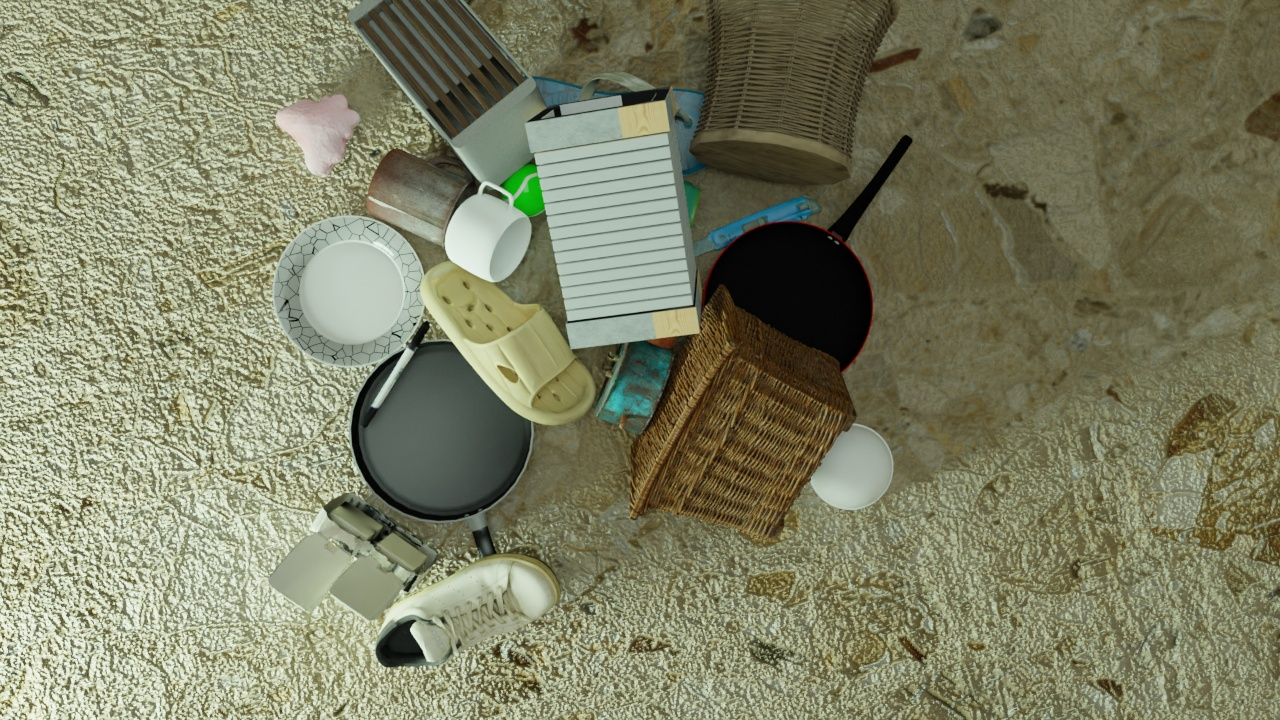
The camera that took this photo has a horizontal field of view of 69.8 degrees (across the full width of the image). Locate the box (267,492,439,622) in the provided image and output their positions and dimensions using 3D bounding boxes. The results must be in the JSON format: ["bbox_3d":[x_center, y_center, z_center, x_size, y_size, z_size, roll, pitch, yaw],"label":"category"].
[{"bbox_3d":[-0.328,0.231,1.070,0.145,0.185,0.066,35,115,3],"label":"box"}]

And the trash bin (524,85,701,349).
[{"bbox_3d":[-0.020,-0.159,1.017,0.142,0.142,0.247,-7,111,8],"label":"trash bin"}]

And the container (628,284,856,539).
[{"bbox_3d":[0.117,0.074,1.056,0.183,0.162,0.250,23,116,-9],"label":"container"}]

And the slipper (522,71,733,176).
[{"bbox_3d":[-0.031,-0.297,1.140,0.295,0.060,0.118,9,92,-1],"label":"slipper"}]

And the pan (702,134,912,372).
[{"bbox_3d":[0.223,-0.126,1.138,0.209,0.067,0.356,35,88,-1],"label":"pan"}]

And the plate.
[{"bbox_3d":[-0.362,-0.086,1.148,0.188,0.016,0.188,0,89,-1],"label":"plate"}]

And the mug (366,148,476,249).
[{"bbox_3d":[-0.260,-0.210,1.124,0.110,0.096,0.122,27,57,-5],"label":"mug"}]

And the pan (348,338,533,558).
[{"bbox_3d":[-0.222,0.148,1.140,0.225,0.034,0.356,-21,90,-2],"label":"pan"}]

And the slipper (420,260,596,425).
[{"bbox_3d":[-0.159,-0.030,1.105,0.261,0.079,0.111,44,59,4],"label":"slipper"}]

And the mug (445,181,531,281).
[{"bbox_3d":[-0.181,-0.157,1.097,0.068,0.094,0.116,29,125,14],"label":"mug"}]

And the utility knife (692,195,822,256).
[{"bbox_3d":[0.136,-0.167,1.164,0.196,0.015,0.031,-23,85,0],"label":"utility knife"}]

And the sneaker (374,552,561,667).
[{"bbox_3d":[-0.213,0.301,1.075,0.242,0.102,0.089,-23,97,16],"label":"sneaker"}]

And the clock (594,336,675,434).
[{"bbox_3d":[-0.006,0.006,1.107,0.073,0.121,0.157,23,82,-5],"label":"clock"}]

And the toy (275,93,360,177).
[{"bbox_3d":[-0.394,-0.288,1.134,0.093,0.050,0.102,-38,87,1],"label":"toy"}]

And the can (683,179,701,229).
[{"bbox_3d":[-0.004,-0.194,1.125,0.144,0.083,0.083,15,89,-1],"label":"can"}]

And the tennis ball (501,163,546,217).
[{"bbox_3d":[-0.139,-0.210,1.131,0.065,0.065,0.065,0,89,-2],"label":"tennis ball"}]

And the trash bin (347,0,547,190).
[{"bbox_3d":[-0.217,-0.334,1.078,0.114,0.114,0.229,-39,75,-2],"label":"trash bin"}]

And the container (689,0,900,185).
[{"bbox_3d":[0.167,-0.323,1.061,0.227,0.227,0.196,10,90,-1],"label":"container"}]

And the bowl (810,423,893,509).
[{"bbox_3d":[0.268,0.135,1.148,0.110,0.040,0.110,0,89,-1],"label":"bowl"}]

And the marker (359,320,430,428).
[{"bbox_3d":[-0.299,0.017,1.120,0.011,0.011,0.152,32,89,-1],"label":"marker"}]
